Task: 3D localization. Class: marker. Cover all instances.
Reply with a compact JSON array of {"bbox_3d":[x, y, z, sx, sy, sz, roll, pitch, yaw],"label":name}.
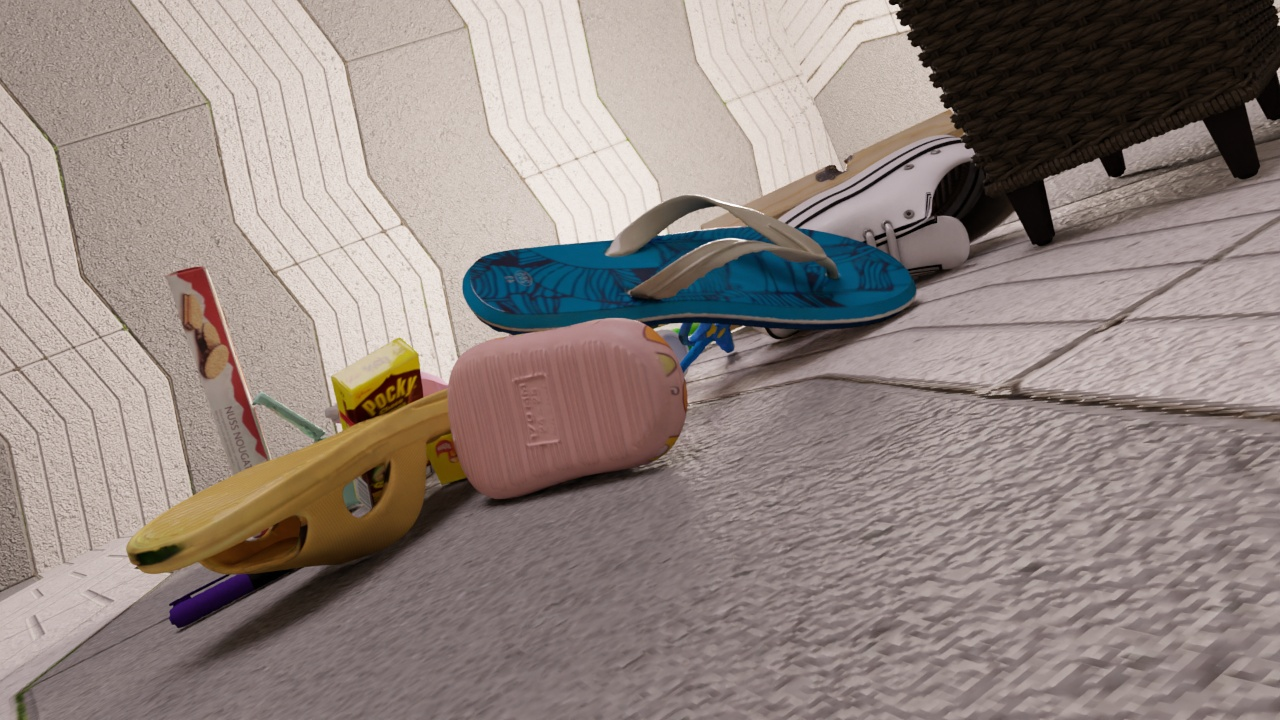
[{"bbox_3d":[-0.254,0.142,0.628,0.133,0.018,0.015,-27,-14,-29],"label":"marker"}]

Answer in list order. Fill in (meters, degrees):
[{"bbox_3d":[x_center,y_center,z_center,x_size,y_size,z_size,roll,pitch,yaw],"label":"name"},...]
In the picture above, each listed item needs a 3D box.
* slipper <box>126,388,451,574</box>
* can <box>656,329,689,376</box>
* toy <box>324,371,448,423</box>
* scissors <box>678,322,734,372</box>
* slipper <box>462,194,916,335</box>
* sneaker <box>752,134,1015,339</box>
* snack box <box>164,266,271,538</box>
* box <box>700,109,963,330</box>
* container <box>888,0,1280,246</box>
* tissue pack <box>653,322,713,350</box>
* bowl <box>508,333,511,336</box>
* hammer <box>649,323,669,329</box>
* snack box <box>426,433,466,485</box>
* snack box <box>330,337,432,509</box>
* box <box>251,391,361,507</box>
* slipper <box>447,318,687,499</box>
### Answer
[{"bbox_3d":[-0.179,0.081,0.570,0.100,0.078,0.262,-20,6,26],"label":"slipper"},{"bbox_3d":[-0.005,0.004,0.763,0.043,0.044,0.107,-28,6,-35],"label":"can"},{"bbox_3d":[-0.203,0.057,0.837,0.124,0.067,0.157,-26,-16,31],"label":"toy"},{"bbox_3d":[0.059,-0.027,0.703,0.127,0.013,0.125,-46,-21,-1],"label":"scissors"},{"bbox_3d":[0.036,-0.067,0.581,0.294,0.060,0.118,-5,34,-15],"label":"slipper"},{"bbox_3d":[0.192,-0.087,0.690,0.245,0.091,0.097,-29,32,-16],"label":"sneaker"},{"bbox_3d":[-0.414,0.042,0.933,0.044,0.273,0.077,-19,3,-21],"label":"snack box"},{"bbox_3d":[0.171,-0.125,0.903,0.247,0.118,0.253,-26,-5,-5],"label":"box"},{"bbox_3d":[0.341,-0.226,0.651,0.177,0.205,0.319,-19,7,42],"label":"container"},{"bbox_3d":[0.009,-0.008,0.883,0.099,0.034,0.114,-30,8,-32],"label":"tissue pack"},{"bbox_3d":[-0.078,-0.014,0.843,0.076,0.153,0.153,3,4,-3],"label":"bowl"},{"bbox_3d":[-0.049,-0.019,1.084,0.313,0.035,0.139,-11,-16,40],"label":"hammer"},{"bbox_3d":[-0.070,0.042,0.691,0.201,0.042,0.091,-20,7,42],"label":"snack box"},{"bbox_3d":[-0.195,0.053,0.704,0.061,0.025,0.149,-36,-30,-33],"label":"snack box"},{"bbox_3d":[-0.319,0.081,0.891,0.055,0.138,0.187,-33,9,-21],"label":"box"},{"bbox_3d":[-0.037,0.022,0.527,0.081,0.093,0.198,-14,-2,-44],"label":"slipper"}]
